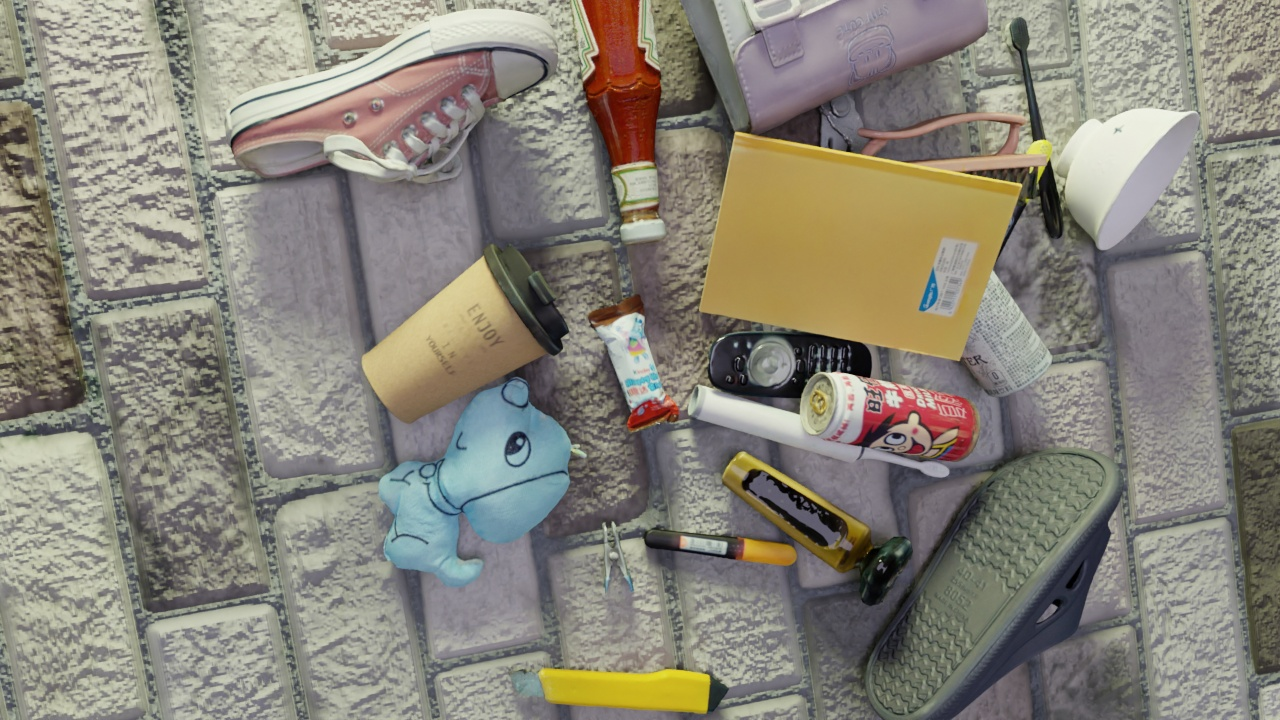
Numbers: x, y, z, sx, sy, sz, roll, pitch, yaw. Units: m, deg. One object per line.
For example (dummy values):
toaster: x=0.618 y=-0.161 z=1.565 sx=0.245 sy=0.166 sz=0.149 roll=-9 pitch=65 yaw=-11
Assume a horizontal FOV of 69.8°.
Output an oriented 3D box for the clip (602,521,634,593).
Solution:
clip: x=-0.021 y=0.154 z=0.720 sx=0.044 sy=0.027 sz=0.058 roll=-7 pitch=94 yaw=1

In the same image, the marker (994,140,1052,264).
marker: x=0.300 y=-0.120 z=0.743 sx=0.018 sy=0.015 sz=0.124 roll=24 pitch=98 yaw=-4

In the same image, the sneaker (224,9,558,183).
sneaker: x=-0.166 y=-0.166 z=0.639 sx=0.241 sy=0.118 sz=0.087 roll=-18 pitch=78 yaw=0

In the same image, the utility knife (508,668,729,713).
utility knife: x=-0.017 y=0.260 z=0.732 sx=0.177 sy=0.015 sz=0.033 roll=6 pitch=87 yaw=-7

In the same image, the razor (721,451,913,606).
razor: x=0.137 y=0.128 z=0.722 sx=0.167 sy=0.067 sz=0.062 roll=34 pitch=88 yaw=-2

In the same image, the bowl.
bowl: x=0.372 y=-0.154 z=0.725 sx=0.118 sy=0.118 sz=0.065 roll=-48 pitch=59 yaw=-2

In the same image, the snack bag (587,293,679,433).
snack bag: x=-0.004 y=0.004 z=0.711 sx=0.045 sy=0.026 sz=0.105 roll=-20 pitch=94 yaw=-3

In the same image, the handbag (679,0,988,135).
handbag: x=0.139 y=-0.265 z=0.665 sx=0.197 sy=0.098 sz=0.145 roll=-24 pitch=102 yaw=-5

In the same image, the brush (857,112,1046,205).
brush: x=0.231 y=-0.152 z=0.707 sx=0.145 sy=0.063 sz=0.073 roll=-6 pitch=105 yaw=-12

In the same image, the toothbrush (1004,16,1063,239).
toothbrush: x=0.322 y=-0.187 z=0.748 sx=0.015 sy=0.018 sz=0.181 roll=-16 pitch=98 yaw=-5

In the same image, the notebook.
notebook: x=0.157 y=-0.081 z=0.683 sx=0.206 sy=0.010 sz=0.146 roll=11 pitch=120 yaw=3

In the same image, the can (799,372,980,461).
can: x=0.194 y=0.044 z=0.714 sx=0.132 sy=0.053 sz=0.053 roll=11 pitch=92 yaw=-20

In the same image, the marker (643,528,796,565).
marker: x=0.064 y=0.149 z=0.736 sx=0.124 sy=0.015 sz=0.018 roll=8 pitch=91 yaw=-5

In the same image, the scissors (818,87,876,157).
scissors: x=0.149 y=-0.222 z=0.723 sx=0.224 sy=0.015 sz=0.189 roll=39 pitch=88 yaw=-9

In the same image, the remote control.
remote control: x=0.117 y=0.003 z=0.727 sx=0.136 sy=0.024 sz=0.053 roll=3 pitch=98 yaw=-12

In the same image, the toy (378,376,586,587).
toy: x=-0.118 y=0.093 z=0.691 sx=0.156 sy=0.050 sz=0.161 roll=-3 pitch=100 yaw=-6

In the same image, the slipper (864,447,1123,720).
slipper: x=0.288 y=0.187 z=0.732 sx=0.083 sy=0.110 sz=0.268 roll=35 pitch=94 yaw=-25

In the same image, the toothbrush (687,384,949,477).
toothbrush: x=0.146 y=0.062 z=0.735 sx=0.221 sy=0.026 sz=0.026 roll=16 pitch=83 yaw=-8

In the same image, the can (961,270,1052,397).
can: x=0.261 y=-0.043 z=0.727 sx=0.058 sy=0.058 sz=0.147 roll=-38 pitch=98 yaw=-4

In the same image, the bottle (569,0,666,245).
bottle: x=-0.012 y=-0.190 z=0.682 sx=0.059 sy=0.060 sz=0.206 roll=-9 pitch=95 yaw=-7

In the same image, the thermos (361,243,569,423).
thermos: x=-0.125 y=-0.017 z=0.665 sx=0.143 sy=0.093 sz=0.093 roll=-33 pitch=97 yaw=3
